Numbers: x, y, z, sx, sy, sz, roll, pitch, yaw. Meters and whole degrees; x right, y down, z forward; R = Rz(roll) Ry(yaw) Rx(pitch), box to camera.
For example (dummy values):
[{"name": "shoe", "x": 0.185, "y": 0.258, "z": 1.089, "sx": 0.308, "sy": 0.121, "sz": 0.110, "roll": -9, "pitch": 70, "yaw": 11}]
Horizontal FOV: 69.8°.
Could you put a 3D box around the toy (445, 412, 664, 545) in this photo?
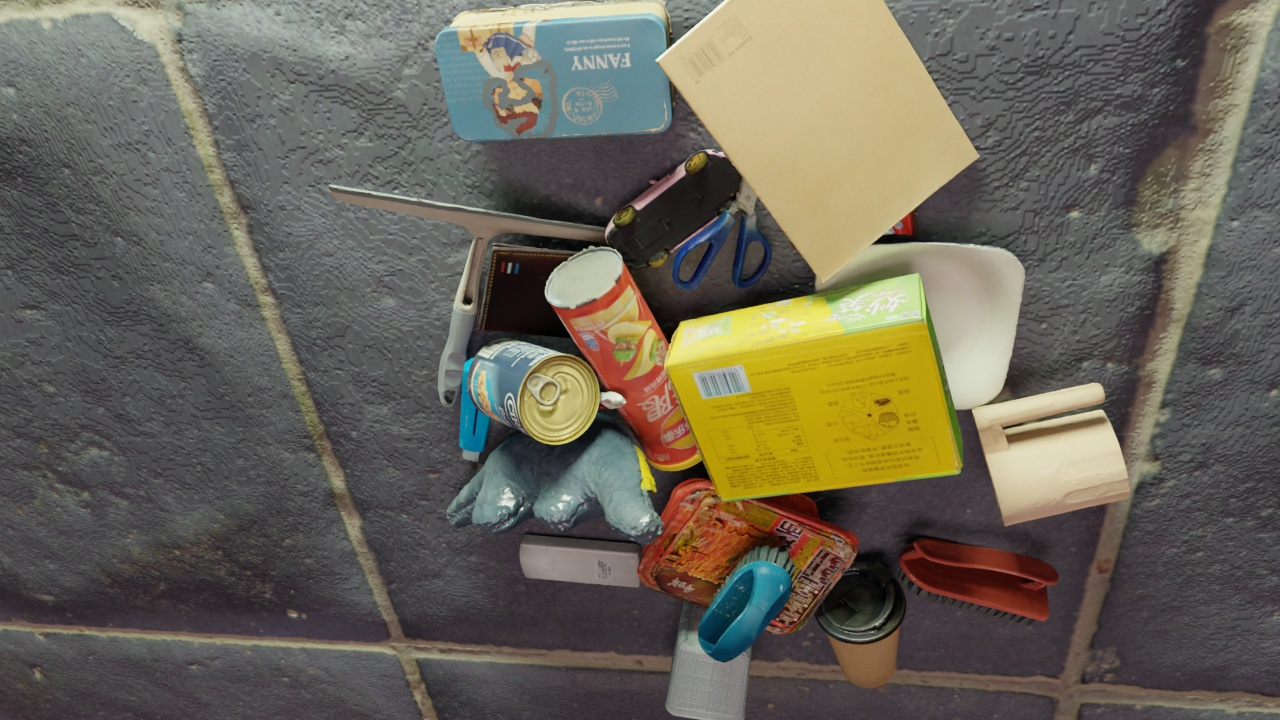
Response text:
[{"name": "toy", "x": -0.078, "y": 0.110, "z": 0.851, "sx": 0.091, "sy": 0.137, "sz": 0.357, "roll": 44, "pitch": 148, "yaw": -24}]

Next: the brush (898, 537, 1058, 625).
[{"name": "brush", "x": 0.329, "y": 0.209, "z": 0.905, "sx": 0.146, "sy": 0.063, "sz": 0.069, "roll": 13, "pitch": 138, "yaw": 3}]

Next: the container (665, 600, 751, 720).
[{"name": "container", "x": 0.080, "y": 0.329, "z": 1.023, "sx": 0.090, "sy": 0.089, "sz": 0.112, "roll": 7, "pitch": 123, "yaw": 5}]

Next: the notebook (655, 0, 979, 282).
[{"name": "notebook", "x": 0.131, "y": -0.179, "z": 0.656, "sx": 0.149, "sy": 0.012, "sz": 0.211, "roll": -39, "pitch": 113, "yaw": 6}]

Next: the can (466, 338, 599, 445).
[{"name": "can", "x": -0.095, "y": 0.024, "z": 0.790, "sx": 0.111, "sy": 0.075, "sz": 0.075, "roll": 15, "pitch": 143, "yaw": 56}]

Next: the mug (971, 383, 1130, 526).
[{"name": "mug", "x": 0.352, "y": 0.078, "z": 0.793, "sx": 0.104, "sy": 0.084, "sz": 0.125, "roll": -16, "pitch": 122, "yaw": 18}]

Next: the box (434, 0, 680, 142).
[{"name": "box", "x": -0.053, "y": -0.212, "z": 0.673, "sx": 0.184, "sy": 0.059, "sz": 0.090, "roll": -1, "pitch": 126, "yaw": 13}]

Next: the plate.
[{"name": "plate", "x": 0.226, "y": -0.032, "z": 0.766, "sx": 0.164, "sy": 0.034, "sz": 0.164, "roll": 2, "pitch": 126, "yaw": 9}]

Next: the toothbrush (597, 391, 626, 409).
[{"name": "toothbrush", "x": -0.071, "y": 0.042, "z": 0.828, "sx": 0.188, "sy": 0.017, "sz": 0.016, "roll": -7, "pitch": 128, "yaw": 53}]

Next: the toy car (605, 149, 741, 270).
[{"name": "toy car", "x": 0.027, "y": -0.121, "z": 0.738, "sx": 0.122, "sy": 0.037, "sz": 0.056, "roll": -35, "pitch": 120, "yaw": 15}]

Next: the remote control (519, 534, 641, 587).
[{"name": "remote control", "x": -0.066, "y": 0.221, "z": 1.011, "sx": 0.135, "sy": 0.019, "sz": 0.056, "roll": 3, "pitch": 126, "yaw": 9}]

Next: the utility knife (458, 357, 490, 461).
[{"name": "utility knife", "x": -0.159, "y": 0.052, "z": 0.893, "sx": 0.034, "sy": 0.018, "sz": 0.167, "roll": -2, "pitch": 141, "yaw": -17}]

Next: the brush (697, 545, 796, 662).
[{"name": "brush", "x": 0.096, "y": 0.239, "z": 0.864, "sx": 0.055, "sy": 0.073, "sz": 0.144, "roll": 28, "pitch": 128, "yaw": 1}]

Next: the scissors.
[{"name": "scissors", "x": 0.072, "y": -0.116, "z": 0.716, "sx": 0.147, "sy": 0.012, "sz": 0.169, "roll": -26, "pitch": 139, "yaw": 2}]

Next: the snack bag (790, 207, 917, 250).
[{"name": "snack bag", "x": 0.168, "y": -0.113, "z": 0.724, "sx": 0.105, "sy": 0.026, "sz": 0.045, "roll": -5, "pitch": 125, "yaw": 15}]

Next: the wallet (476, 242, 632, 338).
[{"name": "wallet", "x": -0.074, "y": -0.057, "z": 0.787, "sx": 0.122, "sy": 0.020, "sz": 0.097, "roll": 4, "pitch": 136, "yaw": -18}]

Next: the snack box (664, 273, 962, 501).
[{"name": "snack box", "x": 0.145, "y": 0.029, "z": 0.762, "sx": 0.210, "sy": 0.069, "sz": 0.158, "roll": -11, "pitch": 122, "yaw": 22}]

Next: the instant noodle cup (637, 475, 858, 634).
[{"name": "instant noodle cup", "x": 0.102, "y": 0.183, "z": 0.917, "sx": 0.189, "sy": 0.078, "sz": 0.165, "roll": 20, "pitch": 126, "yaw": -6}]

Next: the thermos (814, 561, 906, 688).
[{"name": "thermos", "x": 0.234, "y": 0.280, "z": 0.962, "sx": 0.093, "sy": 0.092, "sz": 0.143, "roll": -7, "pitch": 132, "yaw": 15}]

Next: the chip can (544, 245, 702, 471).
[{"name": "chip can", "x": -0.005, "y": 0.005, "z": 0.791, "sx": 0.073, "sy": 0.073, "sz": 0.217, "roll": -15, "pitch": 131, "yaw": 20}]

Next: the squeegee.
[{"name": "squeegee", "x": -0.155, "y": -0.049, "z": 0.823, "sx": 0.246, "sy": 0.039, "sz": 0.247, "roll": 6, "pitch": 135, "yaw": -17}]
